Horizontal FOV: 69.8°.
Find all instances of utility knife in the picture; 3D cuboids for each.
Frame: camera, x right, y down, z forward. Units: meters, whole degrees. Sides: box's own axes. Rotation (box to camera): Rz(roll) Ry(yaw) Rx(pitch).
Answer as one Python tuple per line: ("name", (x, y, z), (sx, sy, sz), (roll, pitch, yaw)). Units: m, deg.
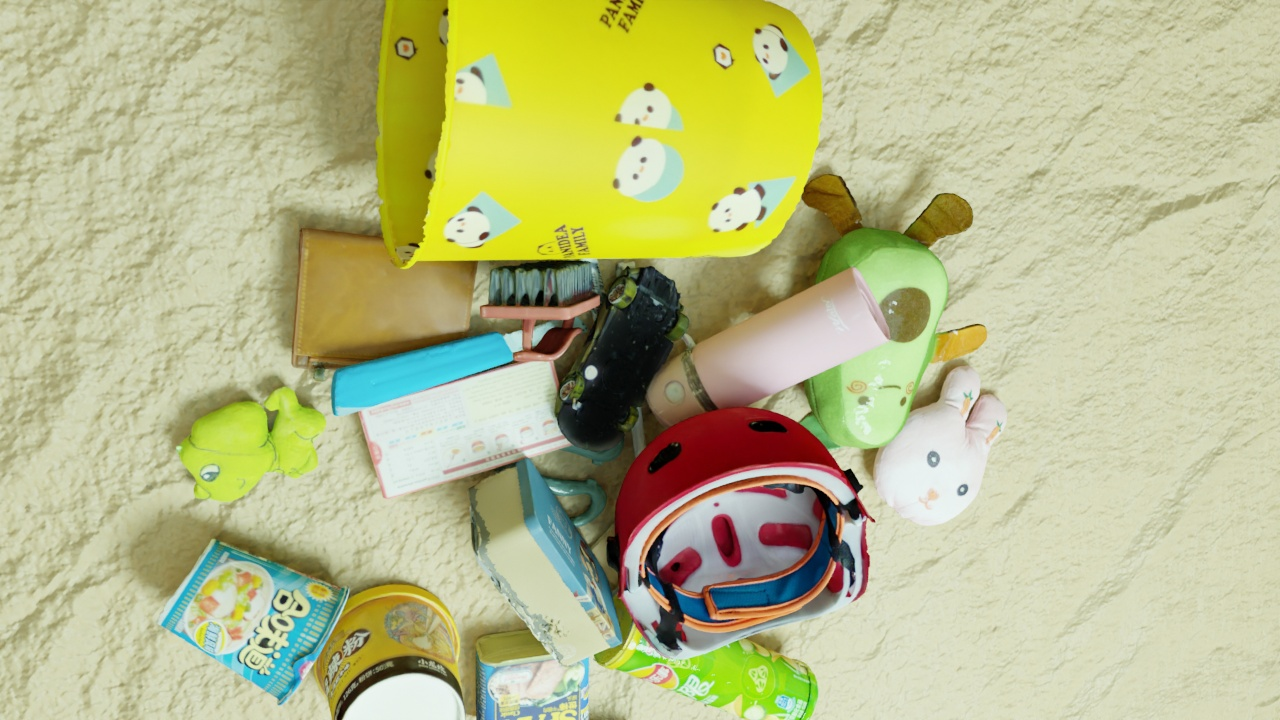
("utility knife", (-0.134, -0.003, 0.713), (0.217, 0.018, 0.034), (-17, 96, -30))

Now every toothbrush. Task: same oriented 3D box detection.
("toothbrush", (-0.005, 0.005, 0.784), (0.016, 0.016, 0.180), (-11, 106, -22))

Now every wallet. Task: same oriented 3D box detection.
("wallet", (-0.194, -0.034, 0.697), (0.130, 0.035, 0.119), (4, 107, -26))

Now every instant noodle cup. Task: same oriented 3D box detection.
("instant noodle cup", (-0.294, 0.190, 0.694), (0.110, 0.099, 0.099), (34, 91, -15))
("instant noodle cup", (-0.195, 0.257, 0.726), (0.118, 0.114, 0.118), (-6, 108, -20))

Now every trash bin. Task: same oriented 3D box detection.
("trash bin", (-0.034, -0.169, 0.627), (0.255, 0.230, 0.230), (1, 103, -25))

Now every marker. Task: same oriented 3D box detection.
("marker", (-0.036, -0.052, 0.758), (0.017, 0.017, 0.146), (-18, 109, -14))

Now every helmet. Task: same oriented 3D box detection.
("helmet", (0.069, 0.117, 0.742), (0.207, 0.143, 0.240), (-18, 133, -3))

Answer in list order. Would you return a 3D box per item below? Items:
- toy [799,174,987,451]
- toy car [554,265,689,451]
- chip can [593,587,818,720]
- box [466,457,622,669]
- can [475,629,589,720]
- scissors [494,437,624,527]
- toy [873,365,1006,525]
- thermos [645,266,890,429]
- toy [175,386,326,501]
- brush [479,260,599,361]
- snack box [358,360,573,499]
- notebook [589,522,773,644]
("toy", (0.205, -0.034, 0.806), (0.227, 0.090, 0.247), (4, 98, -10))
("toy car", (-0.018, -0.002, 0.742), (0.070, 0.042, 0.158), (32, 82, -30))
("chip can", (0.064, 0.277, 0.836), (0.221, 0.072, 0.072), (29, 93, -23))
("box", (-0.078, 0.162, 0.737), (0.061, 0.089, 0.184), (-24, 127, 2))
("can", (-0.095, 0.284, 0.802), (0.102, 0.057, 0.083), (-3, 102, -19))
("scissors", (-0.095, 0.068, 0.769), (0.180, 0.019, 0.143), (26, 95, -20))
("toy", (0.293, 0.083, 0.888), (0.121, 0.054, 0.159), (40, 80, -23))
("thermos", (0.094, -0.013, 0.748), (0.199, 0.067, 0.087), (-26, 79, 24))
("toy", (-0.293, 0.063, 0.692), (0.100, 0.031, 0.097), (12, 100, -26))
("brush", (-0.067, -0.039, 0.685), (0.063, 0.145, 0.069), (2, 99, 9))
("snack box", (-0.137, 0.051, 0.732), (0.155, 0.027, 0.077), (-15, 96, -11))
("notebook", (0.066, 0.190, 0.858), (0.148, 0.008, 0.207), (-47, 113, -3))
